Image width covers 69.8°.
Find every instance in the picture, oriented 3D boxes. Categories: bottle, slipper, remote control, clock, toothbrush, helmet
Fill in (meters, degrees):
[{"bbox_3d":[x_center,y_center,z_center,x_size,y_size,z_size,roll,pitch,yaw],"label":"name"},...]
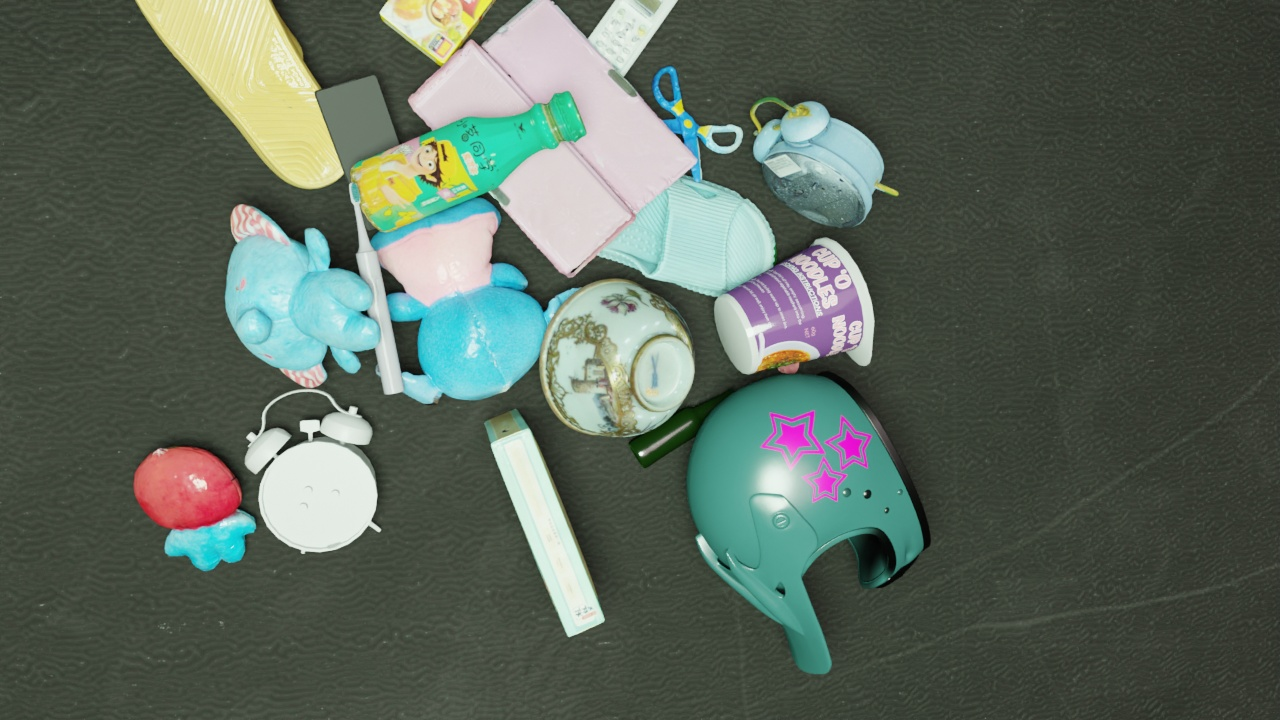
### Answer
[{"bbox_3d":[-0.152,-0.183,0.826,0.210,0.068,0.068,-21,99,6],"label":"bottle"},{"bbox_3d":[-0.360,-0.275,0.830,0.099,0.078,0.263,-37,118,-12],"label":"slipper"},{"bbox_3d":[-0.254,-0.194,0.861,0.058,0.013,0.133,-23,117,-20],"label":"remote control"},{"bbox_3d":[0.172,-0.199,0.914,0.162,0.118,0.060,38,76,-18],"label":"clock"},{"bbox_3d":[0.014,-0.138,0.915,0.276,0.069,0.116,14,89,-11],"label":"slipper"},{"bbox_3d":[-0.236,-0.063,0.811,0.018,0.019,0.188,-14,101,-28],"label":"toothbrush"},{"bbox_3d":[-0.311,0.106,0.878,0.120,0.061,0.159,-15,100,-9],"label":"clock"},{"bbox_3d":[-0.016,-0.328,0.914,0.050,0.022,0.133,35,88,-11],"label":"remote control"},{"bbox_3d":[0.153,0.154,0.910,0.200,0.176,0.275,-31,100,-9],"label":"helmet"},{"bbox_3d":[0.047,0.067,0.956,0.123,0.033,0.033,-32,100,-7],"label":"bottle"}]

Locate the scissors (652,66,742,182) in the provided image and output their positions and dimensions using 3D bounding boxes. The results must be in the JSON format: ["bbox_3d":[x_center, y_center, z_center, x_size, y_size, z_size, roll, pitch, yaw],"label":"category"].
[{"bbox_3d":[0.047,-0.238,0.928,0.126,0.013,0.125,-6,81,-21],"label":"scissors"}]

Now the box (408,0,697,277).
[{"bbox_3d":[-0.083,-0.220,0.875,0.179,0.040,0.232,-43,86,-1],"label":"box"}]

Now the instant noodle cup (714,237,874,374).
[{"bbox_3d":[0.148,-0.038,0.914,0.121,0.122,0.137,-21,89,-13],"label":"instant noodle cup"}]

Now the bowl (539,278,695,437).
[{"bbox_3d":[-0.005,0.005,0.879,0.159,0.094,0.160,-9,106,-35],"label":"bowl"}]

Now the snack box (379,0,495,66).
[{"bbox_3d":[-0.174,-0.366,0.880,0.075,0.025,0.152,37,88,-11],"label":"snack box"}]

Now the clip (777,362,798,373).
[{"bbox_3d":[0.141,-0.001,0.966,0.059,0.045,0.023,19,94,2],"label":"clip"}]

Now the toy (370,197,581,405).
[{"bbox_3d":[-0.158,-0.061,0.880,0.224,0.099,0.191,-22,89,-11],"label":"toy"}]

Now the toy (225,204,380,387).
[{"bbox_3d":[-0.307,-0.044,0.814,0.114,0.181,0.184,-32,126,-43],"label":"toy"}]

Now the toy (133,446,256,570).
[{"bbox_3d":[-0.418,0.138,0.866,0.092,0.062,0.133,-11,115,7],"label":"toy"}]

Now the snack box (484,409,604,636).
[{"bbox_3d":[-0.094,0.148,0.881,0.044,0.141,0.193,-21,98,-9],"label":"snack box"}]
